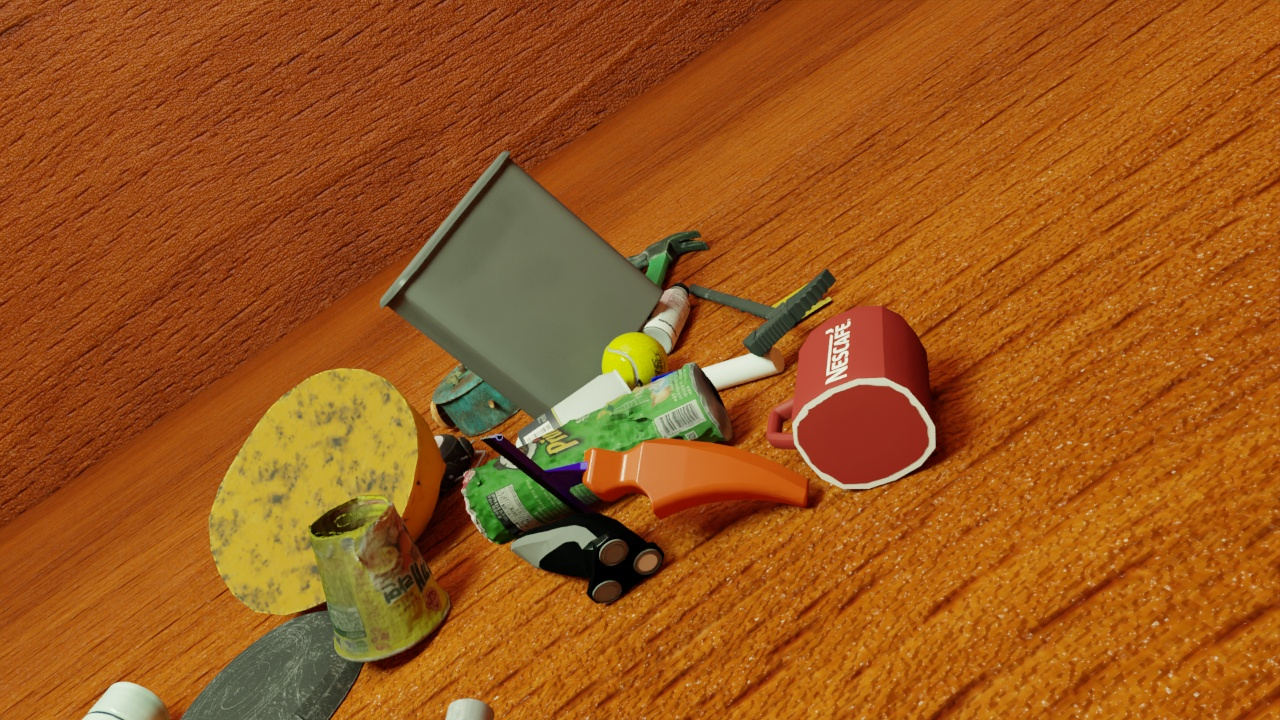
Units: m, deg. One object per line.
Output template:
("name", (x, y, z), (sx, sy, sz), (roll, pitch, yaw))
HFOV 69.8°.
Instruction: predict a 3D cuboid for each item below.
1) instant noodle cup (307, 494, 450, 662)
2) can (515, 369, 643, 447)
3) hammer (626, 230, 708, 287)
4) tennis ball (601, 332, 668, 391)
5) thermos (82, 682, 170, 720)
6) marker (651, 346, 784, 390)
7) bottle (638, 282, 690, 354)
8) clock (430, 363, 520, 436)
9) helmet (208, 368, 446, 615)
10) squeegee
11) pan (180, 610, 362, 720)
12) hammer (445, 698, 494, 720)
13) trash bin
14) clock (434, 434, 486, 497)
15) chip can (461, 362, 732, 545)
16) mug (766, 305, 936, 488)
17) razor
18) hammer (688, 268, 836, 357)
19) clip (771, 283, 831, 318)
("instant noodle cup", (-0.220, 0.173, 0.755), (0.102, 0.108, 0.102), (-13, 19, 5))
("can", (-0.048, 0.060, 0.844), (0.127, 0.064, 0.064), (-34, 20, -2))
("hammer", (0.009, -0.075, 1.113), (0.130, 0.032, 0.317), (-24, 23, 23))
("tennis ball", (-0.005, 0.005, 0.900), (0.065, 0.065, 0.065), (-29, 21, 12))
("thermos", (-0.504, 0.388, 0.789), (0.068, 0.068, 0.229), (-24, 22, 25))
("marker", (0.067, 0.014, 0.830), (0.133, 0.023, 0.027), (-18, 67, 36))
("bottle", (0.030, -0.049, 1.005), (0.041, 0.041, 0.115), (-22, 24, 29))
("clock", (-0.203, 0.032, 1.128), (0.158, 0.073, 0.121), (-14, 28, 44))
("helmet", (-0.289, 0.134, 0.924), (0.256, 0.205, 0.131), (-43, -24, 9))
("squeegee", (0.022, 0.081, 0.630), (0.185, 0.250, 0.055), (5, 71, 13))
("pan", (-0.281, 0.286, 0.729), (0.358, 0.040, 0.207), (-8, 32, 52))
("hammer", (-0.224, 0.314, 0.572), (0.324, 0.029, 0.126), (-28, 32, 24))
("trash bin", (-0.118, -0.067, 0.948), (0.191, 0.220, 0.098), (-56, 16, -21))
("clock", (-0.232, 0.117, 1.019), (0.123, 0.044, 0.091), (-23, 23, 25))
("chip can", (-0.035, 0.077, 0.760), (0.223, 0.075, 0.075), (-26, 21, 11))
("mug", (0.136, 0.030, 0.618), (0.117, 0.080, 0.096), (-31, 19, 27))
("razor", (-0.049, 0.141, 0.689), (0.156, 0.057, 0.060), (1, 72, 56))
("hammer", (0.098, -0.064, 0.926), (0.095, 0.015, 0.325), (-43, 14, -2))
("clip", (0.148, -0.057, 0.867), (0.054, 0.046, 0.048), (-33, 45, 5))
